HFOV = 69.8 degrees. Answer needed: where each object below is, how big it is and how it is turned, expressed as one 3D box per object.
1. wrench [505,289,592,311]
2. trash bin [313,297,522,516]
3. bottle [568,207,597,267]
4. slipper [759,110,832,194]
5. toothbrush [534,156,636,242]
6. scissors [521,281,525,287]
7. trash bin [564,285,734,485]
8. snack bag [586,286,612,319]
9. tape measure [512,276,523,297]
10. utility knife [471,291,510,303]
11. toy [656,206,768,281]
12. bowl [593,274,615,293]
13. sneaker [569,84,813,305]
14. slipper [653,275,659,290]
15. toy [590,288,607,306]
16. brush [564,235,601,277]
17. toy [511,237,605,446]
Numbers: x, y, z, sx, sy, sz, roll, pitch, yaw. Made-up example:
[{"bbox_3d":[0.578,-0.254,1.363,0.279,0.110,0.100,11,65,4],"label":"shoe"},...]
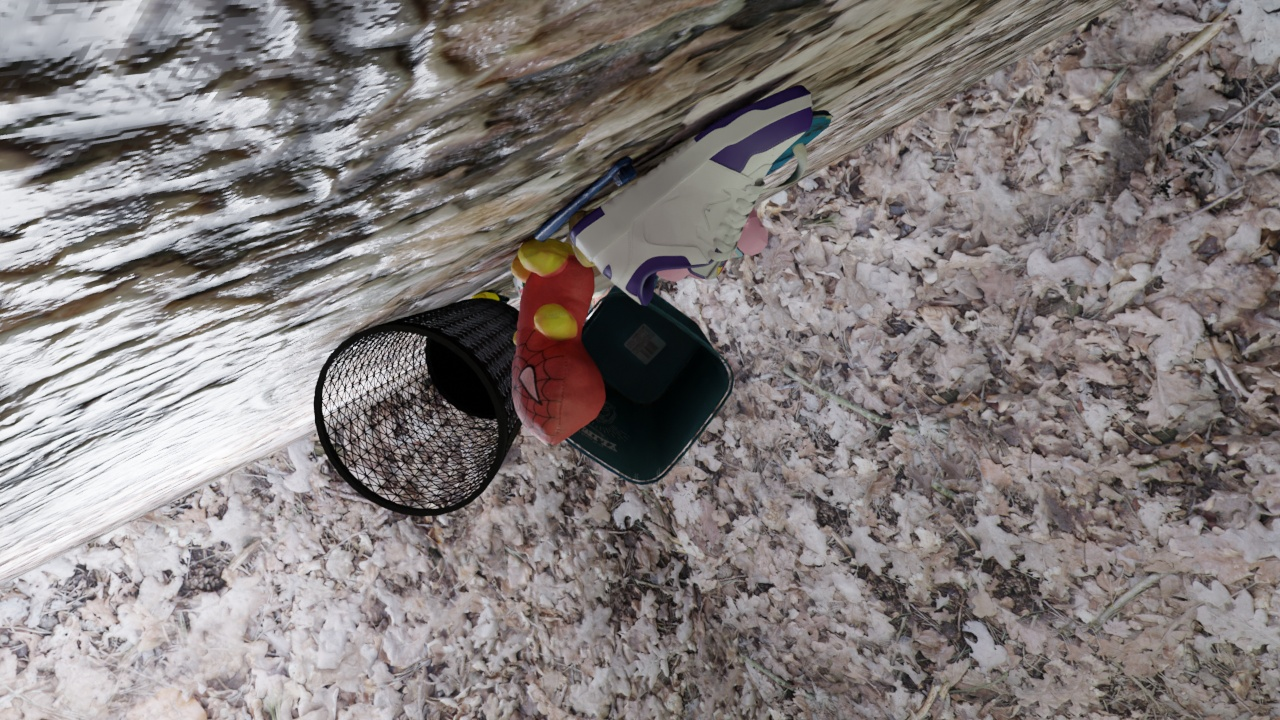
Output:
[{"bbox_3d":[-0.134,-0.087,1.315,0.047,0.009,0.274,-11,-167,-25],"label":"wrench"},{"bbox_3d":[-0.224,0.032,1.088,0.217,0.217,0.242,-26,-170,18],"label":"trash bin"},{"bbox_3d":[0.014,-0.135,0.890,0.162,0.056,0.056,-12,-172,15],"label":"bottle"},{"bbox_3d":[0.159,-0.241,1.158,0.118,0.060,0.295,-21,180,-16],"label":"slipper"},{"bbox_3d":[-0.053,-0.138,0.819,0.016,0.017,0.190,-30,-176,-30],"label":"toothbrush"},{"bbox_3d":[-0.130,-0.061,1.095,0.011,0.126,0.127,-15,-147,-6],"label":"scissors"},{"bbox_3d":[-0.007,0.007,1.180,0.199,0.196,0.218,-52,-171,14],"label":"trash bin"},{"bbox_3d":[-0.053,-0.124,1.428,0.036,0.115,0.077,10,159,-38],"label":"snack bag"},{"bbox_3d":[-0.141,-0.094,1.221,0.020,0.062,0.060,-30,-171,-30],"label":"tape measure"},{"bbox_3d":[-0.209,-0.084,1.302,0.029,0.020,0.174,-25,-178,5],"label":"utility knife"},{"bbox_3d":[0.075,-0.133,1.039,0.123,0.067,0.157,-28,176,25],"label":"toy"},{"bbox_3d":[-0.028,-0.143,1.217,0.177,0.071,0.177,-22,-172,3],"label":"bowl"},{"bbox_3d":[0.060,-0.134,0.805,0.245,0.111,0.091,-32,-173,22],"label":"sneaker"},{"bbox_3d":[0.003,-0.138,1.368,0.104,0.059,0.213,104,7,-67],"label":"slipper"},{"bbox_3d":[-0.090,-0.124,1.379,0.050,0.087,0.112,-66,168,-48],"label":"toy"},{"bbox_3d":[-0.010,-0.156,0.990,0.077,0.062,0.273,-49,-170,-31],"label":"brush"},{"bbox_3d":[-0.091,-0.018,0.974,0.098,0.216,0.147,-4,179,-6],"label":"toy"}]
